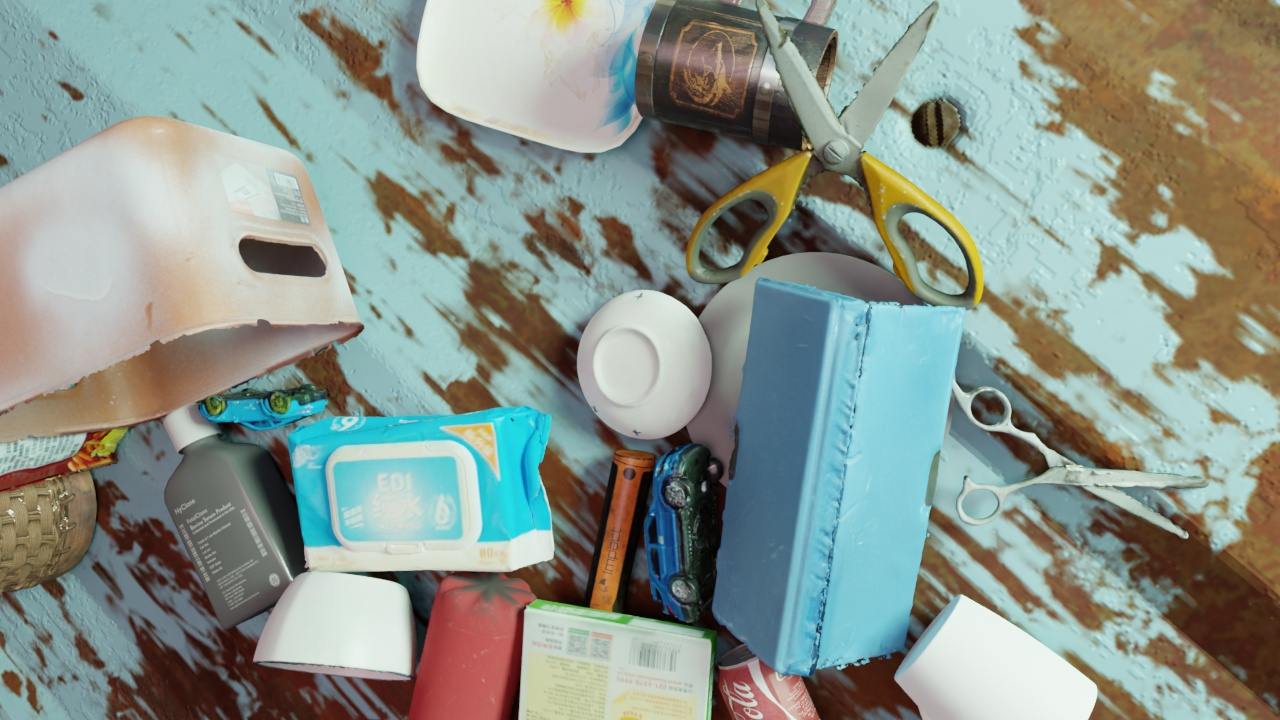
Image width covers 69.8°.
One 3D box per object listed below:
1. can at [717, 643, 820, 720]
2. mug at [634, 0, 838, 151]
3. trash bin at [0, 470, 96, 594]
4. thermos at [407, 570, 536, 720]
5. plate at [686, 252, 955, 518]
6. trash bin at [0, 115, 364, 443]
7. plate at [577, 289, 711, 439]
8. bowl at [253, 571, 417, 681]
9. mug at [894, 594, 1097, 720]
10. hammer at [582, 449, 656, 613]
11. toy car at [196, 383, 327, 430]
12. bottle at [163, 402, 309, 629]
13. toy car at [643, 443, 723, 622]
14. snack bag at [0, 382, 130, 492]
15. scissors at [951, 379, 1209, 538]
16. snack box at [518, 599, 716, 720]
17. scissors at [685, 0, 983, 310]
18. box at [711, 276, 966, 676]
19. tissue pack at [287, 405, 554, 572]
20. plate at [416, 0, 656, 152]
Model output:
[{"bbox_3d":[0.090,0.238,0.609,0.054,0.054,0.096,-25,86,18],"label":"can"},{"bbox_3d":[0.065,-0.197,0.571,0.107,0.079,0.116,18,104,15],"label":"mug"},{"bbox_3d":[-0.581,0.132,0.734,0.151,0.209,0.151,1,93,18],"label":"trash bin"},{"bbox_3d":[-0.136,0.274,0.673,0.073,0.073,0.240,17,99,16],"label":"thermos"},{"bbox_3d":[0.114,0.018,0.607,0.179,0.012,0.178,1,94,18],"label":"plate"},{"bbox_3d":[-0.367,-0.052,0.670,0.260,0.181,0.157,-21,85,18],"label":"trash bin"},{"bbox_3d":[-0.004,0.004,0.628,0.104,0.026,0.104,2,94,28],"label":"plate"},{"bbox_3d":[-0.219,0.197,0.678,0.116,0.116,0.065,-3,65,18],"label":"bowl"},{"bbox_3d":[0.206,0.208,0.565,0.087,0.080,0.114,38,135,18],"label":"mug"},{"bbox_3d":[-0.023,0.219,0.654,0.138,0.035,0.314,14,97,15],"label":"hammer"},{"bbox_3d":[-0.297,0.038,0.722,0.105,0.048,0.032,-2,96,16],"label":"toy car"},{"bbox_3d":[-0.330,0.117,0.738,0.084,0.046,0.174,-30,85,17],"label":"bottle"},{"bbox_3d":[0.027,0.115,0.615,0.044,0.056,0.120,7,108,31],"label":"toy car"},{"bbox_3d":[-0.498,0.038,0.702,0.067,0.207,0.139,-14,90,18],"label":"snack bag"},{"bbox_3d":[0.258,0.056,0.559,0.142,0.014,0.147,-19,92,14],"label":"scissors"},{"bbox_3d":[-0.019,0.256,0.624,0.132,0.027,0.168,5,95,16],"label":"snack box"},{"bbox_3d":[0.109,-0.103,0.550,0.230,0.016,0.225,-25,111,34],"label":"scissors"},{"bbox_3d":[0.124,0.070,0.580,0.112,0.094,0.231,1,101,-27],"label":"box"},{"bbox_3d":[-0.159,0.096,0.674,0.209,0.066,0.117,-5,94,16],"label":"tissue pack"},{"bbox_3d":[-0.061,-0.249,0.642,0.187,0.016,0.187,20,100,15],"label":"plate"}]
